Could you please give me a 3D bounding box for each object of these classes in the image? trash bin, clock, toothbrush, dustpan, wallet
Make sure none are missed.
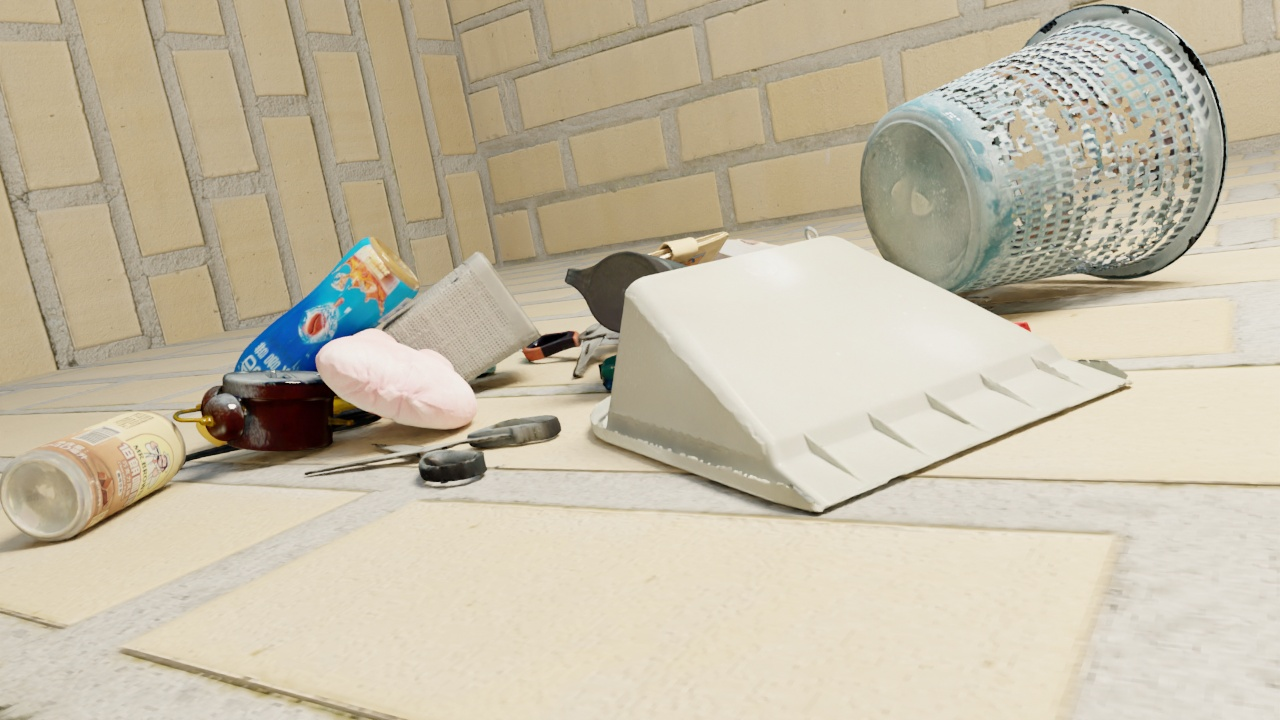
[{"bbox_3d":[0.295,-0.148,0.734,0.194,0.226,0.227,-19,12,-17],"label":"trash bin"},{"bbox_3d":[-0.282,0.036,0.687,0.121,0.055,0.082,0,6,-28],"label":"clock"},{"bbox_3d":[-0.296,0.062,0.735,0.181,0.015,0.018,-13,1,-14],"label":"toothbrush"},{"bbox_3d":[0.091,0.026,0.549,0.222,0.143,0.257,-16,40,-28],"label":"dustpan"},{"bbox_3d":[0.025,-0.093,0.881,0.115,0.024,0.087,-20,-8,-23],"label":"wallet"}]

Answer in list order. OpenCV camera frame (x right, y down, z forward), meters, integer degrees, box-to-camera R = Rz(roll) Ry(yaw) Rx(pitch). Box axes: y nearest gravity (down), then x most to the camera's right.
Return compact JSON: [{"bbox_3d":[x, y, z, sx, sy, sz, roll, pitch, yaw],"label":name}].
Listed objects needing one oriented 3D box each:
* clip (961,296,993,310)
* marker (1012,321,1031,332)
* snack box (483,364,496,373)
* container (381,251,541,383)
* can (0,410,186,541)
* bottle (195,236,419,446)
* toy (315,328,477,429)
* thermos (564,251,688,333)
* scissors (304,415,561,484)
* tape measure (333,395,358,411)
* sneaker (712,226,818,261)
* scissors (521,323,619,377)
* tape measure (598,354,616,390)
[{"bbox_3d":[0.262,-0.044,0.743,0.058,0.043,0.027,-7,4,-26],"label":"clip"},{"bbox_3d":[0.213,-0.021,0.663,0.017,0.017,0.145,-16,11,-31],"label":"marker"},{"bbox_3d":[-0.193,-0.016,0.971,0.074,0.051,0.175,-13,9,-6],"label":"snack box"},{"bbox_3d":[-0.165,-0.029,0.824,0.114,0.090,0.090,-36,14,-6],"label":"container"},{"bbox_3d":[-0.356,0.073,0.605,0.058,0.058,0.116,-10,9,4],"label":"can"},{"bbox_3d":[-0.285,-0.011,0.777,0.218,0.065,0.065,-42,11,1],"label":"bottle"},{"bbox_3d":[-0.182,0.011,0.699,0.121,0.054,0.159,23,7,-14],"label":"toy"},{"bbox_3d":[0.010,-0.056,0.768,0.090,0.068,0.242,22,6,15],"label":"thermos"},{"bbox_3d":[-0.135,0.060,0.591,0.180,0.014,0.159,-14,8,-7],"label":"scissors"},{"bbox_3d":[-0.251,0.038,0.786,0.060,0.029,0.057,-6,10,21],"label":"tape measure"},{"bbox_3d":[0.135,-0.100,0.980,0.090,0.089,0.242,-30,20,-19],"label":"sneaker"},{"bbox_3d":[-0.048,-0.030,0.894,0.228,0.015,0.188,-10,26,47],"label":"scissors"},{"bbox_3d":[-0.004,0.004,0.728,0.058,0.025,0.054,-10,11,-2],"label":"tape measure"}]
